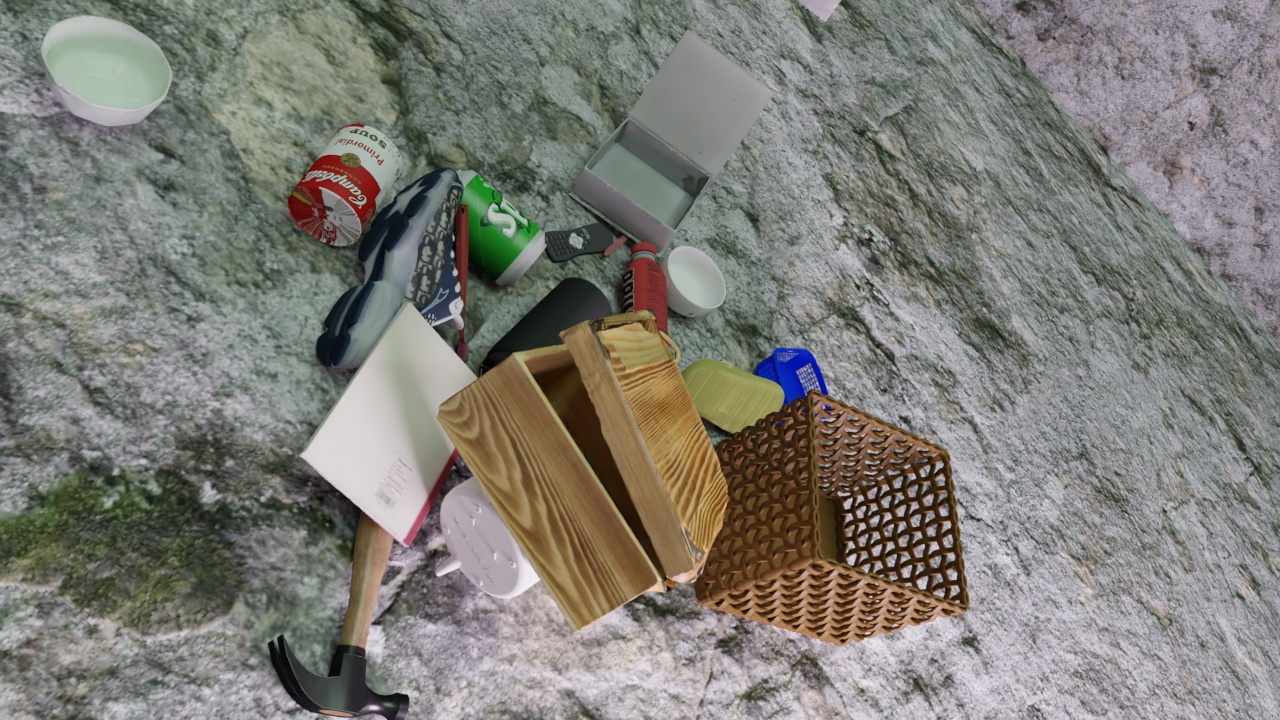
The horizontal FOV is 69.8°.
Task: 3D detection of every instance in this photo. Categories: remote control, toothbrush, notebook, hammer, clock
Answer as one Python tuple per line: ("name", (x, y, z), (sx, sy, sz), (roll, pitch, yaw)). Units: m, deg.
("remote control", (-0.085, -0.166, 1.279), (0.124, 0.009, 0.046), (-19, 78, -43))
("toothbrush", (-0.210, -0.090, 1.079), (0.016, 0.016, 0.190), (0, 89, -17))
("notebook", (-0.240, 0.063, 0.943), (0.153, 0.012, 0.208), (53, 43, -32))
("hammer", (-0.272, 0.190, 0.910), (0.132, 0.040, 0.304), (24, 52, -30))
("clock", (-0.146, 0.176, 0.924), (0.072, 0.161, 0.125), (-29, 85, -45))
("toothbrush", (-0.006, -0.195, 1.349), (0.015, 0.016, 0.183), (48, 44, -5))

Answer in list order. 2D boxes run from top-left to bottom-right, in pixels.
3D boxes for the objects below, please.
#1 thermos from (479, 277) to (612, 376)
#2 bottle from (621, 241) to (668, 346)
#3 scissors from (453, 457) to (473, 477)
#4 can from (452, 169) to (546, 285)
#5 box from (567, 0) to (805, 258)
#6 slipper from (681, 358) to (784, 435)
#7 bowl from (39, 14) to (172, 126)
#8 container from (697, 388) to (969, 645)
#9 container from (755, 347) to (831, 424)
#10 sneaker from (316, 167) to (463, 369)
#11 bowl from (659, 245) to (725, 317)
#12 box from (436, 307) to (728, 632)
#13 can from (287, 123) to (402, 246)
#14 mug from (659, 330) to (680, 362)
("thermos", (-0.119, -0.015, 1.110), (0.086, 0.086, 0.198), (46, 46, -7))
("bottle", (0.005, -0.084, 1.266), (0.062, 0.062, 0.176), (18, 55, -30))
("scissors", (-0.205, 0.062, 1.050), (0.163, 0.013, 0.154), (32, 48, -22))
("can", (-0.192, -0.164, 1.140), (0.140, 0.088, 0.087), (41, 47, -12))
("box", (0.084, -0.377, 1.403), (0.166, 0.119, 0.477), (35, 70, -4))
("slipper", (0.114, 0.043, 1.276), (0.190, 0.092, 0.081), (21, 13, -39))
("bowl", (-0.553, -0.290, 0.947), (0.117, 0.061, 0.117), (18, 56, -29))
("container", (0.236, 0.210, 1.168), (0.251, 0.215, 0.219), (23, 53, -26))
("container", (0.224, 0.044, 1.365), (0.096, 0.058, 0.114), (2, 64, -38))
("sneaker", (-0.247, -0.087, 1.035), (0.132, 0.103, 0.268), (35, 63, -34))
("bowl", (0.068, -0.109, 1.336), (0.104, 0.054, 0.104), (19, 53, -28))
("box", (-0.024, 0.094, 0.886), (0.245, 0.168, 0.279), (60, 12, 3))
("can", (-0.335, -0.202, 1.050), (0.086, 0.087, 0.116), (34, 49, -18))
("mug", (-0.007, 0.007, 1.175), (0.107, 0.083, 0.113), (45, 89, -4))
